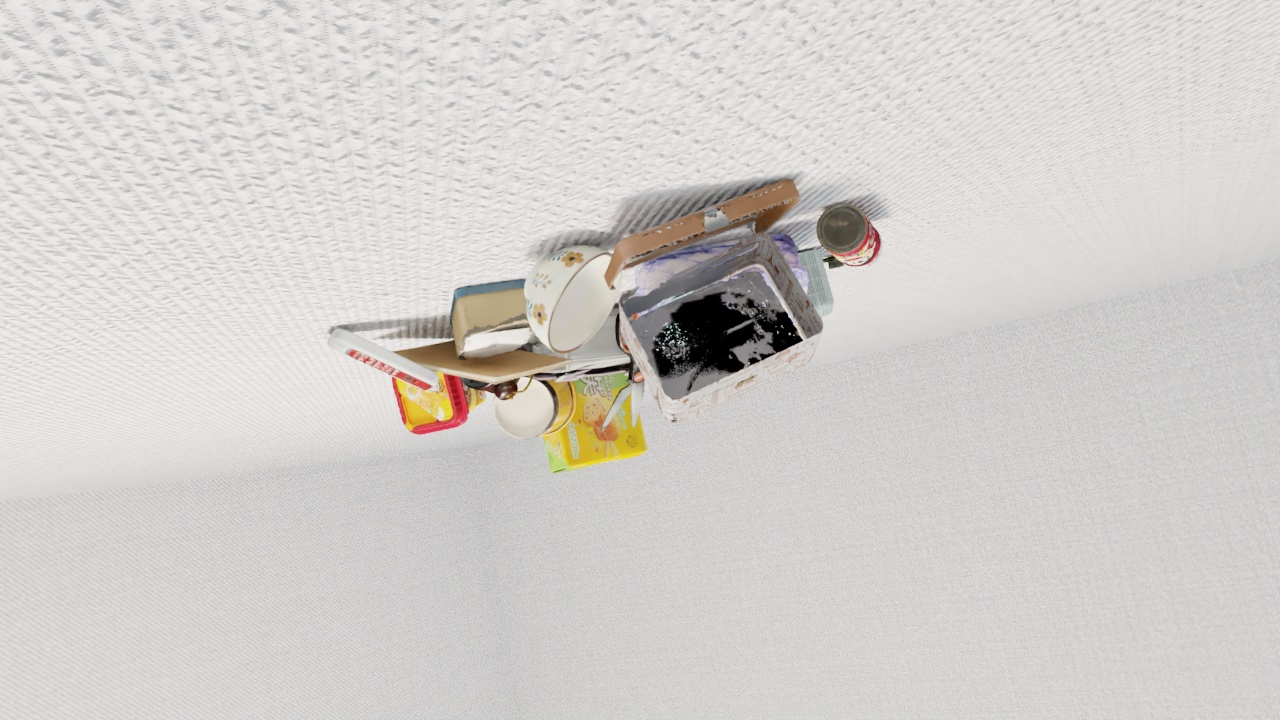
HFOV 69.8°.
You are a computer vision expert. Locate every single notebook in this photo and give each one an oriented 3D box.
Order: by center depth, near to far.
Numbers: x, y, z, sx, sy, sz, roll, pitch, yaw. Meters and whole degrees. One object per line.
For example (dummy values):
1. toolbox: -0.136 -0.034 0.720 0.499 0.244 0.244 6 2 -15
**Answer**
1. notebook: -0.216 -0.001 1.189 0.212 0.012 0.149 9 -166 33

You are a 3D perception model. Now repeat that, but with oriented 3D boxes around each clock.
1. clock: -0.201 0.010 1.294 0.122 0.082 0.055 19 174 31

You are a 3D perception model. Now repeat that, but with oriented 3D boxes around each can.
1. can: 0.232 -0.134 1.006 0.053 0.053 0.132 -14 173 21

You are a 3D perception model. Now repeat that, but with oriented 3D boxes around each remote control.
1. remote control: -0.311 0.000 1.109 0.136 0.020 0.056 27 161 -20

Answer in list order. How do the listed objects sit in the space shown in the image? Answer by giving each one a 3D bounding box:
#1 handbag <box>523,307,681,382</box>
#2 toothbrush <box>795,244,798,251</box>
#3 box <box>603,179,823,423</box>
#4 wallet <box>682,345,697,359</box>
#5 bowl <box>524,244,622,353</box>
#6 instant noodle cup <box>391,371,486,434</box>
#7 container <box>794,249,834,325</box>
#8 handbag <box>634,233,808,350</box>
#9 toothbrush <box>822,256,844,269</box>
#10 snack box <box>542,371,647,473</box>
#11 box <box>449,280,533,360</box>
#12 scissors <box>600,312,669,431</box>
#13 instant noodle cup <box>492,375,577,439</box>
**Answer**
1. handbag: -0.058 -0.023 1.321 0.196 0.098 0.145 -6 177 -33
2. toothbrush: 0.100 -0.120 1.081 0.180 0.016 0.016 -10 168 -5
3. box: 0.076 -0.066 0.874 0.183 0.156 0.193 -25 161 -9
4. wallet: 0.077 -0.033 1.333 0.020 0.115 0.101 19 160 -5
5. bowl: -0.076 -0.070 0.923 0.062 0.113 0.113 33 -169 21
6. instant noodle cup: -0.309 0.046 1.441 0.116 0.116 0.123 -13 -175 19
7. container: 0.186 -0.088 1.185 0.111 0.090 0.090 -15 173 10
8. handbag: 0.092 -0.077 1.058 0.194 0.075 0.134 -9 144 -4
9. toothbrush: 0.182 -0.115 1.241 0.186 0.017 0.012 -12 -150 11
10. snack box: -0.090 0.069 1.519 0.157 0.210 0.070 -8 172 -32
11. box: -0.176 -0.046 1.076 0.089 0.059 0.185 -9 171 -17
12. scissors: 0.011 0.002 1.269 0.210 0.021 0.222 -31 138 -12
13. instant noodle cup: -0.162 0.063 1.374 0.118 0.118 0.114 -12 -175 7
